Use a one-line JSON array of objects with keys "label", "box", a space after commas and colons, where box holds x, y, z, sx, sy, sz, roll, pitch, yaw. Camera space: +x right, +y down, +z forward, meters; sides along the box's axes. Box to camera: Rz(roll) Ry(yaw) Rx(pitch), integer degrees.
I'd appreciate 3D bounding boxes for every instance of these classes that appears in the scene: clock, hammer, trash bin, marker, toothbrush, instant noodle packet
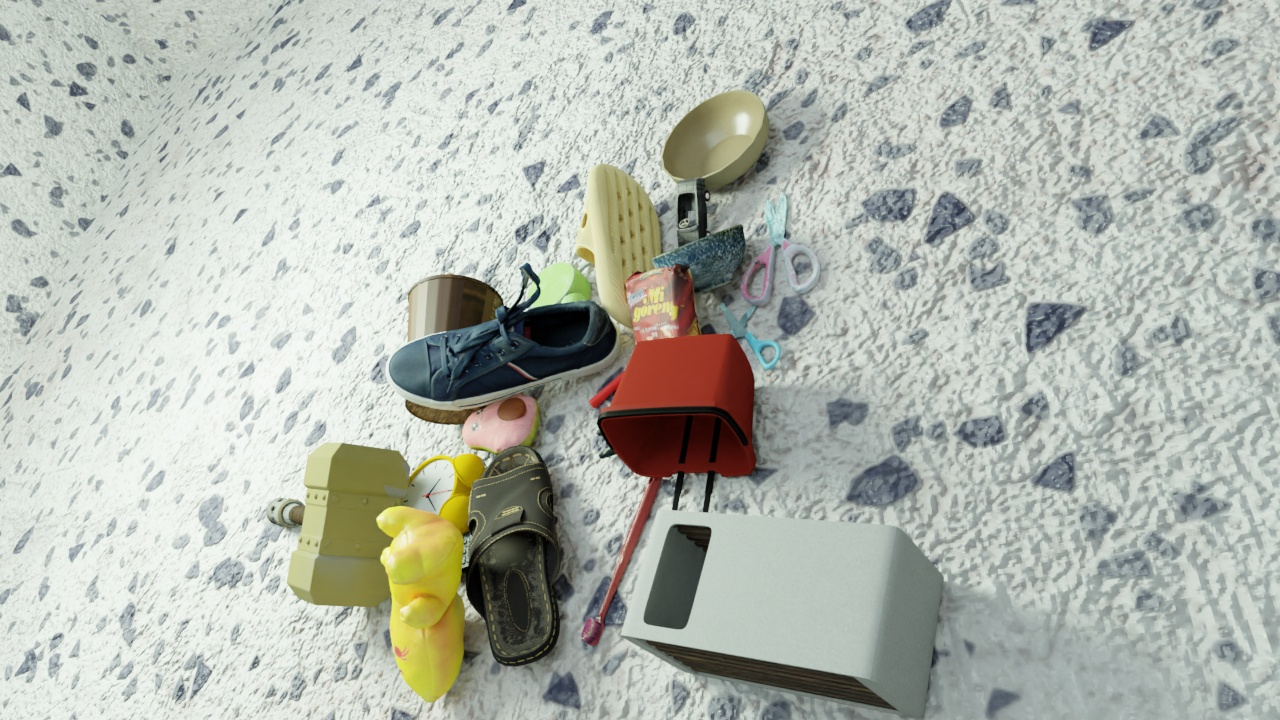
[{"label": "clock", "box": [-0.110, -0.084, 1.231, 0.095, 0.042, 0.119, -21, 48, 27]}, {"label": "hammer", "box": [-0.431, 0.208, 1.219, 0.326, 0.100, 0.190, -6, 74, 52]}, {"label": "trash bin", "box": [0.117, 0.207, 0.769, 0.229, 0.114, 0.114, -3, 57, 38]}, {"label": "marker", "box": [-0.007, 0.006, 1.100, 0.142, 0.013, 0.013, -42, 42, 5]}, {"label": "toothbrush", "box": [-0.019, 0.203, 0.956, 0.016, 0.016, 0.189, 4, 62, 42]}, {"label": "instant noodle packet", "box": [0.027, -0.040, 1.041, 0.099, 0.039, 0.135, -5, 94, 53]}, {"label": "clock", "box": [-0.245, 0.171, 1.140, 0.152, 0.052, 0.113, -17, 50, 34]}]

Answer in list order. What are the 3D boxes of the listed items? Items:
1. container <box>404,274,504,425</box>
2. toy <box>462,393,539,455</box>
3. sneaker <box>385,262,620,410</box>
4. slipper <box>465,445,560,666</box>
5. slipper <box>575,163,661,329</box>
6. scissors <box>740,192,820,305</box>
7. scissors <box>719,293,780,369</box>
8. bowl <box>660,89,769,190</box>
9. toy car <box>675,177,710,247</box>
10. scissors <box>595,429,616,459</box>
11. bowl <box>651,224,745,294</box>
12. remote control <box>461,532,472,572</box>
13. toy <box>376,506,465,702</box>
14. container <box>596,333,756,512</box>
[{"label": "container", "box": [-0.257, -0.010, 1.239, 0.132, 0.132, 0.167, -18, 55, 28]}, {"label": "toy", "box": [-0.176, 0.085, 1.148, 0.110, 0.051, 0.089, -16, 46, 30]}, {"label": "sneaker", "box": [-0.178, -0.025, 1.106, 0.295, 0.127, 0.120, -12, 65, 6]}, {"label": "slipper", "box": [-0.140, 0.199, 1.002, 0.113, 0.076, 0.267, -15, 49, 5]}, {"label": "slipper", "box": [-0.031, -0.136, 1.175, 0.079, 0.111, 0.261, -41, 41, 39]}, {"label": "scissors", "box": [0.173, -0.140, 1.069, 0.103, 0.016, 0.178, -8, 50, 30]}, {"label": "scissors", "box": [0.111, -0.019, 1.025, 0.134, 0.015, 0.135, 24, 79, 47]}, {"label": "bowl", "box": [0.104, -0.278, 1.199, 0.153, 0.050, 0.152, -22, 48, 25]}, {"label": "toy car", "box": [0.063, -0.182, 1.148, 0.040, 0.037, 0.092, 1, 95, 39]}, {"label": "scissors", "box": [0.008, 0.064, 1.040, 0.142, 0.019, 0.127, 13, 67, 42]}, {"label": "bowl", "box": [0.076, -0.112, 1.079, 0.114, 0.061, 0.114, -20, 5, 2]}, {"label": "remote control", "box": [-0.228, 0.240, 1.096, 0.151, 0.022, 0.047, -24, 47, 26]}, {"label": "toy", "box": [-0.232, 0.255, 0.992, 0.087, 0.194, 0.134, -9, 24, -22]}, {"label": "container", "box": [0.039, 0.082, 0.922, 0.148, 0.127, 0.200, -4, 50, 26]}]
